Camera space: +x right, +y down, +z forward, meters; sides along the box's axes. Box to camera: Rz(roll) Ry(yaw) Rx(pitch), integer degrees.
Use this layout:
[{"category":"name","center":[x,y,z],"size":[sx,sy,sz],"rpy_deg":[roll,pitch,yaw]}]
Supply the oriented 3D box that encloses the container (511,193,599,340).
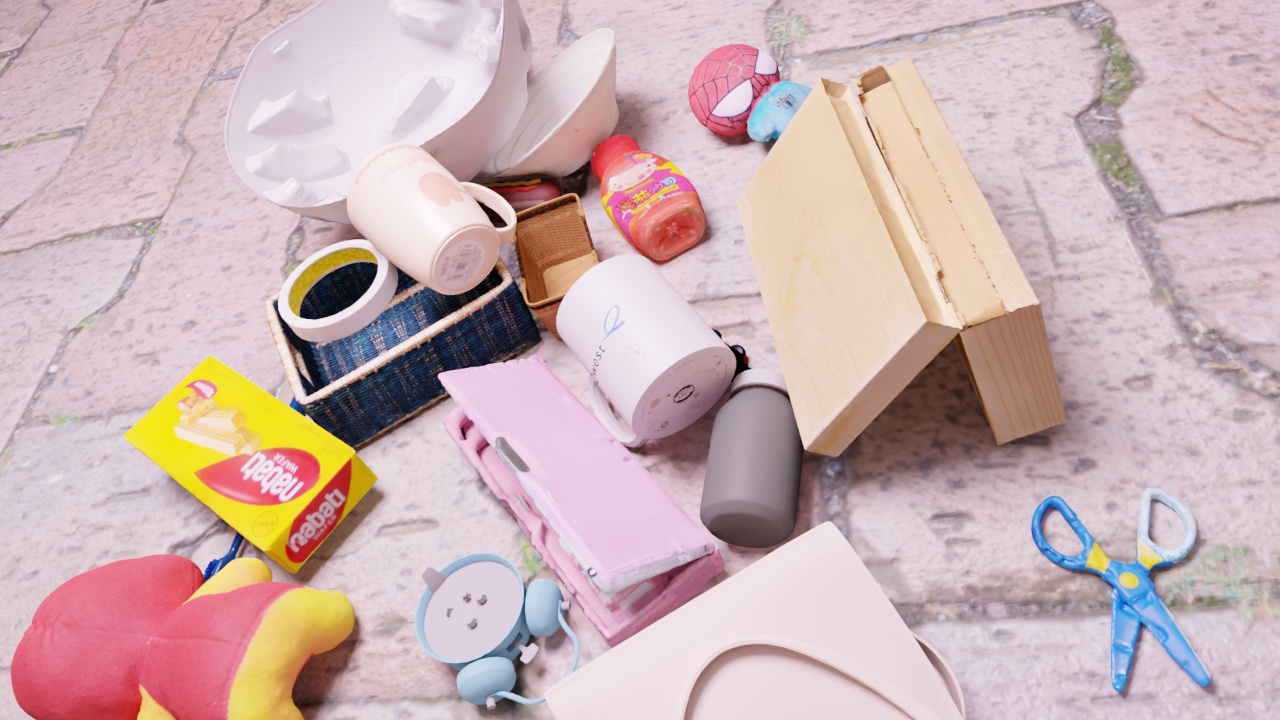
[{"category":"container","center":[-0.062,-0.072,0.745],"size":[0.063,0.061,0.113],"rpy_deg":[-20,48,3]}]

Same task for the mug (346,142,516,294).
[{"category":"mug","center":[-0.149,-0.107,0.703],"size":[0.111,0.085,0.104],"rpy_deg":[-21,51,-38]}]

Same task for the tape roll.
[{"category":"tape roll","center":[-0.239,-0.056,0.726],"size":[0.094,0.019,0.093],"rpy_deg":[-10,49,11]}]

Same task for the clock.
[{"category":"clock","center":[-0.090,0.167,0.572],"size":[0.123,0.042,0.087],"rpy_deg":[24,63,35]}]

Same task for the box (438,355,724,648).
[{"category":"box","center":[-0.052,0.072,0.612],"size":[0.099,0.080,0.232],"rpy_deg":[-37,49,-10]}]

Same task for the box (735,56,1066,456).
[{"category":"box","center":[0.166,-0.075,0.607],"size":[0.179,0.142,0.248],"rpy_deg":[-9,48,1]}]

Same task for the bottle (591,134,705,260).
[{"category":"bottle","center":[0.002,-0.145,0.790],"size":[0.071,0.048,0.134],"rpy_deg":[-30,48,-4]}]

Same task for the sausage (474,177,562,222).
[{"category":"sausage","center":[-0.146,-0.147,0.851],"size":[0.156,0.040,0.040],"rpy_deg":[0,52,20]}]

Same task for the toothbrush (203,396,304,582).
[{"category":"toothbrush","center":[-0.300,0.093,0.726],"size":[0.017,0.016,0.189],"rpy_deg":[-7,50,23]}]

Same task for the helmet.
[{"category":"helmet","center":[-0.221,-0.231,0.796],"size":[0.224,0.184,0.281],"rpy_deg":[29,64,29]}]

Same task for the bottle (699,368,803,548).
[{"category":"bottle","center":[0.074,0.061,0.588],"size":[0.060,0.060,0.108],"rpy_deg":[-1,52,19]}]

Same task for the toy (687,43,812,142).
[{"category":"toy","center":[0.101,-0.235,0.823],"size":[0.133,0.062,0.092],"rpy_deg":[32,75,24]}]

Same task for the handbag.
[{"category":"handbag","center":[0.076,0.212,0.453],"size":[0.194,0.101,0.197],"rpy_deg":[-30,61,-6]}]

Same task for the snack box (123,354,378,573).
[{"category":"snack box","center":[-0.300,0.074,0.701],"size":[0.201,0.042,0.092],"rpy_deg":[25,63,31]}]

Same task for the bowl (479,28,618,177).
[{"category":"bowl","center":[-0.070,-0.221,0.851],"size":[0.177,0.058,0.176],"rpy_deg":[-34,33,26]}]

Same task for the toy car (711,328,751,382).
[{"category":"toy car","center":[0.040,-0.011,0.674],"size":[0.092,0.042,0.036],"rpy_deg":[36,95,38]}]

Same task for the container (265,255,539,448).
[{"category":"container","center":[-0.196,-0.033,0.754],"size":[0.187,0.071,0.145],"rpy_deg":[-31,49,-7]}]

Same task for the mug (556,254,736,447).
[{"category":"mug","center":[-0.004,0.004,0.634],"size":[0.082,0.120,0.096],"rpy_deg":[-10,48,-39]}]

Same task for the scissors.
[{"category":"scissors","center":[0.276,0.120,0.501],"size":[0.109,0.018,0.131],"rpy_deg":[-25,47,3]}]

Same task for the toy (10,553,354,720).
[{"category":"toy","center":[-0.307,0.189,0.601],"size":[0.216,0.099,0.147],"rpy_deg":[3,46,16]}]
